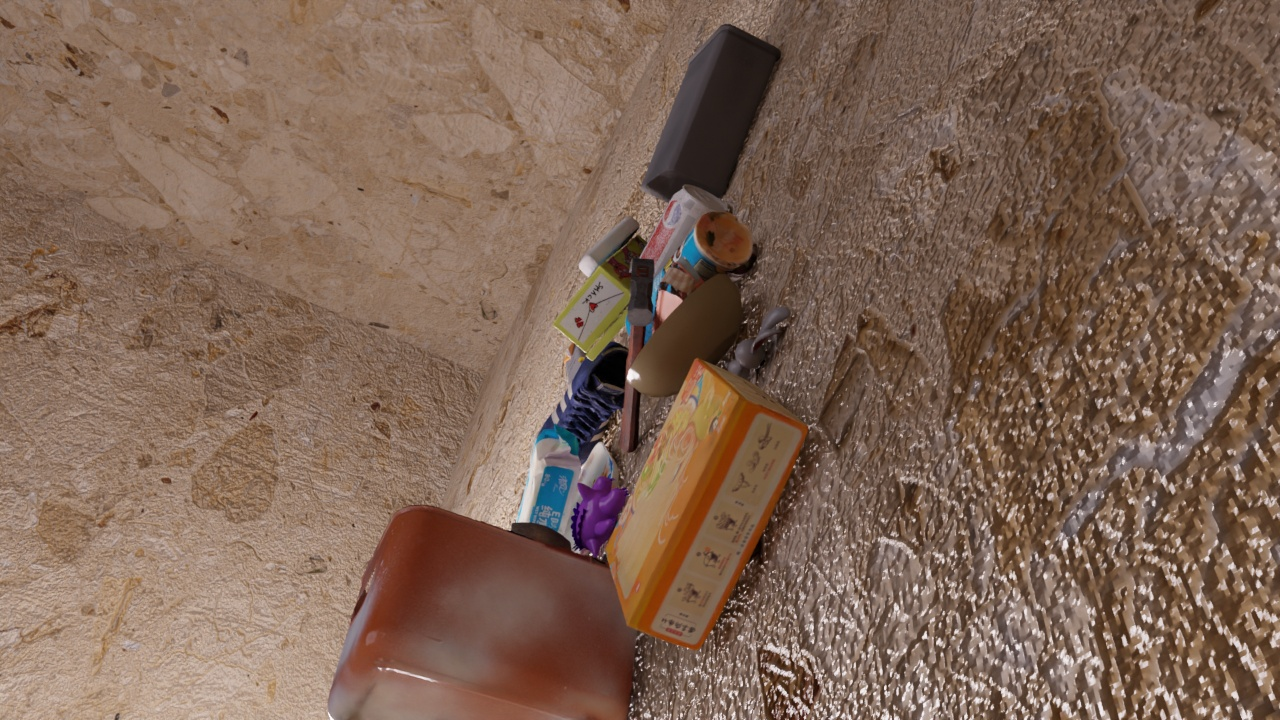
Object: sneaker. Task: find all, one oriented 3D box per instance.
[{"bbox_3d":[-0.072,0.078,1.316,0.233,0.091,0.118,-60,14,-7],"label":"sneaker"}]

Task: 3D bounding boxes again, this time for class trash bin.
[{"bbox_3d":[-0.146,0.275,0.867,0.182,0.259,0.157,-56,18,38],"label":"trash bin"},{"bbox_3d":[0.097,-0.348,1.346,0.192,0.097,0.219,-174,106,-77],"label":"trash bin"}]

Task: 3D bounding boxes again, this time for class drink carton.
[{"bbox_3d":[-0.080,0.019,1.468,0.048,0.076,0.124,-63,18,17],"label":"drink carton"}]

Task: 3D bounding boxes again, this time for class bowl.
[{"bbox_3d":[0.056,-0.016,0.949,0.152,0.050,0.152,-45,-12,-13],"label":"bowl"},{"bbox_3d":[-0.119,0.274,1.092,0.162,0.070,0.162,179,91,-82],"label":"bowl"}]

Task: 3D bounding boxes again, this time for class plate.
[{"bbox_3d":[-0.076,0.209,1.240,0.187,0.016,0.187,-66,13,5],"label":"plate"}]

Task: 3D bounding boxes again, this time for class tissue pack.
[{"bbox_3d":[-0.133,0.201,1.264,0.117,0.066,0.209,-119,45,-75],"label":"tissue pack"}]

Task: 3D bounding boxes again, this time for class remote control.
[{"bbox_3d":[-0.046,-0.167,1.347,0.114,0.028,0.060,-47,2,-35],"label":"remote control"}]

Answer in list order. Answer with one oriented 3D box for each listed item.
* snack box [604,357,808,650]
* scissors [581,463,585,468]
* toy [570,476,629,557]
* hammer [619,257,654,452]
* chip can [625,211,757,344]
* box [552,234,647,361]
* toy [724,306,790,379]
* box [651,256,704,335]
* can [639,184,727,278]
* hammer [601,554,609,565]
[{"bbox_3d":[0.053,0.112,0.747,0.195,0.080,0.145,-65,13,7],"label":"snack box"},{"bbox_3d":[-0.099,0.153,1.446,0.130,0.011,0.125,-42,27,62],"label":"scissors"},{"bbox_3d":[-0.056,0.188,1.107,0.106,0.055,0.088,-158,78,-68],"label":"toy"},{"bbox_3d":[-0.006,0.006,1.052,0.301,0.028,0.110,95,179,-49],"label":"hammer"},{"bbox_3d":[0.056,-0.087,1.093,0.230,0.080,0.079,133,157,-58],"label":"chip can"},{"bbox_3d":[-0.033,-0.097,1.321,0.125,0.082,0.220,-48,1,22],"label":"box"},{"bbox_3d":[0.104,-0.006,0.865,0.049,0.030,0.112,-58,-2,-45],"label":"toy"},{"bbox_3d":[0.036,-0.054,0.987,0.187,0.058,0.060,90,171,-72],"label":"box"},{"bbox_3d":[0.054,-0.158,1.222,0.136,0.078,0.078,-61,14,25],"label":"can"},{"bbox_3d":[0.002,0.165,0.986,0.126,0.029,0.324,-89,25,-60],"label":"hammer"}]
